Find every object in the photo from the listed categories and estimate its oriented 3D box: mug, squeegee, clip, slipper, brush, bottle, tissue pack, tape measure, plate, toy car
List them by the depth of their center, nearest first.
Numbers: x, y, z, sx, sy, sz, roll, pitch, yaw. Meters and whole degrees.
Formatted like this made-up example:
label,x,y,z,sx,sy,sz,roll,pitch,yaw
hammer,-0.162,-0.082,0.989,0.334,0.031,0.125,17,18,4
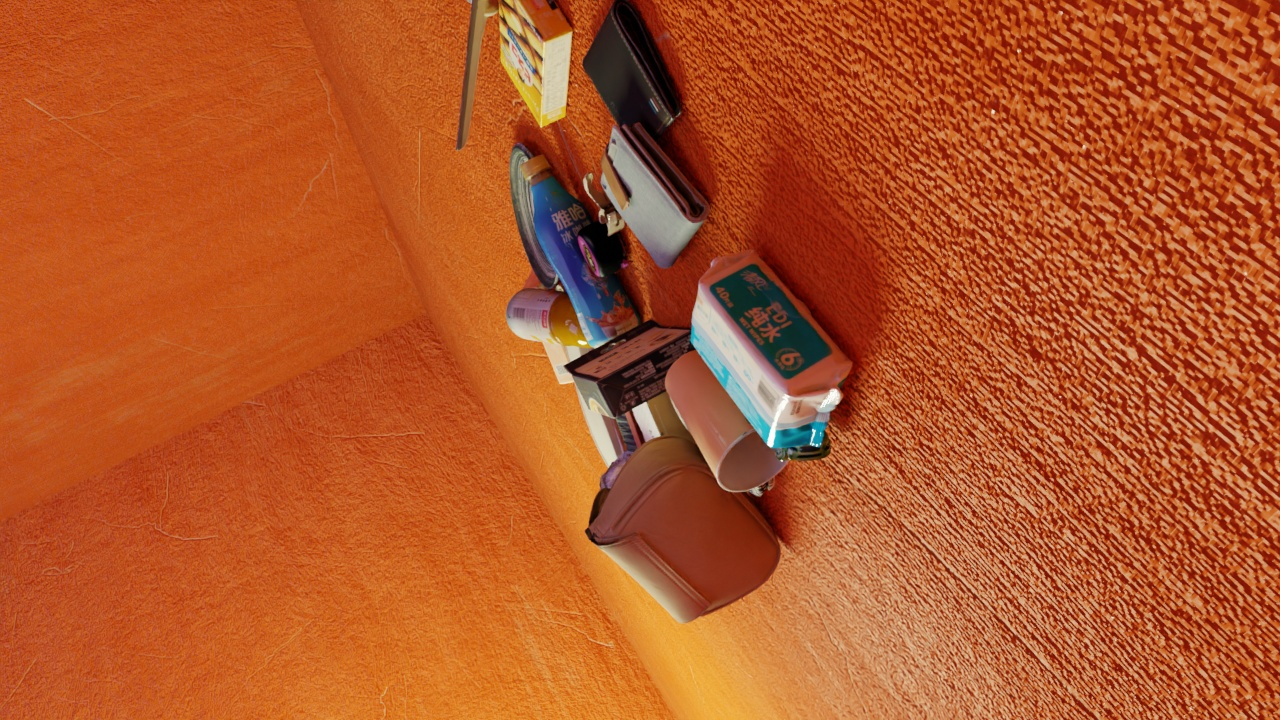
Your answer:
label,x,y,z,sx,sy,sz,roll,pitch,yaw
tissue pack,0.093,-0.007,0.667,0.140,0.063,0.090,54,162,24
toy car,0.116,0.047,0.724,0.091,0.043,0.036,-124,36,-50
mug,0.074,0.047,0.820,0.122,0.078,0.078,56,165,43
clip,-0.033,-0.159,0.880,0.092,0.035,0.103,61,174,-13
squeegee,-0.164,-0.361,0.913,0.246,0.039,0.247,-120,37,-57
tape measure,-0.038,-0.118,0.959,0.057,0.039,0.058,63,170,-7
bottle,-0.072,-0.121,1.015,0.219,0.065,0.065,64,165,-8
brush,0.001,0.040,1.085,0.069,0.063,0.146,0,120,39
plate,-0.123,-0.177,1.122,0.180,0.024,0.179,163,90,-73
bottle,-0.092,-0.052,1.141,0.190,0.067,0.068,10,130,47
slipper,-0.053,0.021,1.225,0.114,0.054,0.274,136,116,-72

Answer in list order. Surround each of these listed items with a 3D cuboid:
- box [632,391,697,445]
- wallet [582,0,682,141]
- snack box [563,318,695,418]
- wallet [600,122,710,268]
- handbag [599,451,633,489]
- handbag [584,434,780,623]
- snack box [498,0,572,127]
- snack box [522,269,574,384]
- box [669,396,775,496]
label,x,y,z,sx,sy,sz,roll,pitch,yaw
box,0.043,0.088,1.026,0.184,0.059,0.090,66,166,-22
wallet,-0.008,-0.217,0.720,0.096,0.020,0.122,63,168,-5
snack box,-0.005,0.005,0.924,0.053,0.113,0.126,64,166,-10
wallet,0.003,-0.136,0.767,0.106,0.037,0.130,51,167,2
handbag,0.038,0.205,1.125,0.194,0.075,0.134,49,-179,-14
handbag,0.044,0.173,0.948,0.204,0.148,0.100,49,-179,-30
snack box,-0.100,-0.294,0.861,0.087,0.033,0.141,59,167,11
snack box,-0.120,-0.053,1.295,0.084,0.026,0.157,-77,-28,-56
box,0.081,0.068,0.901,0.071,0.057,0.164,43,-176,-46
